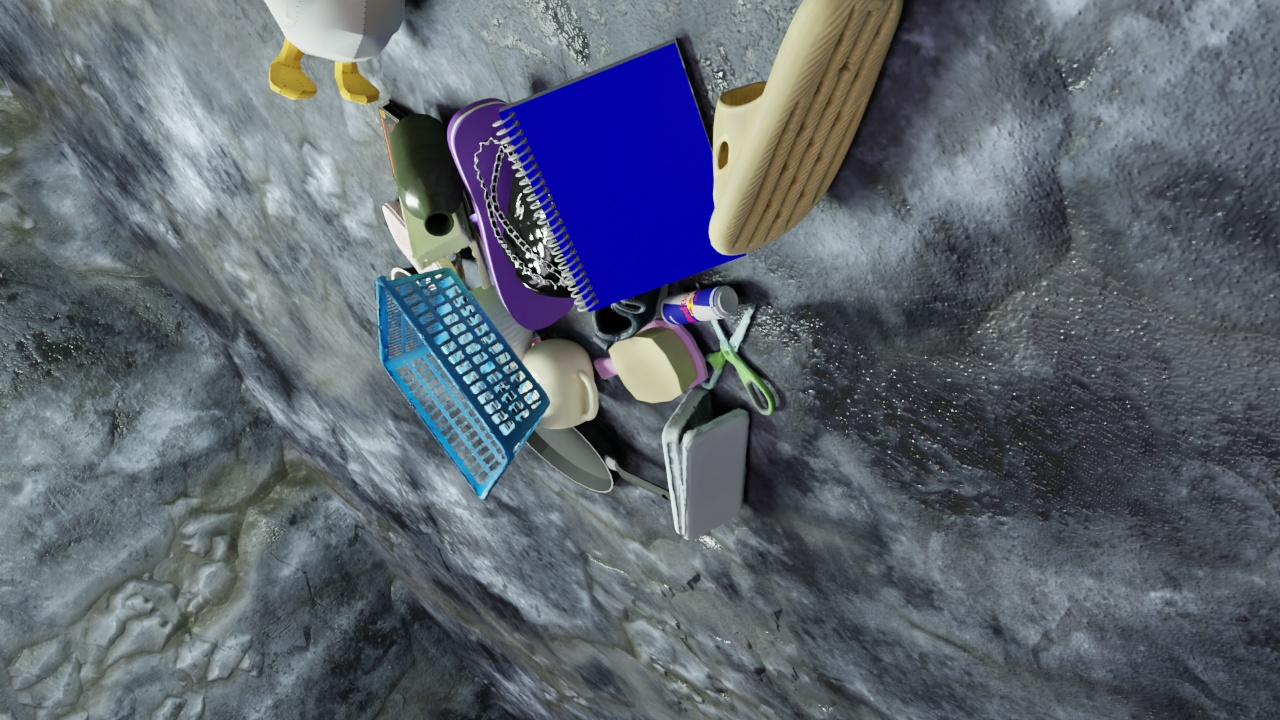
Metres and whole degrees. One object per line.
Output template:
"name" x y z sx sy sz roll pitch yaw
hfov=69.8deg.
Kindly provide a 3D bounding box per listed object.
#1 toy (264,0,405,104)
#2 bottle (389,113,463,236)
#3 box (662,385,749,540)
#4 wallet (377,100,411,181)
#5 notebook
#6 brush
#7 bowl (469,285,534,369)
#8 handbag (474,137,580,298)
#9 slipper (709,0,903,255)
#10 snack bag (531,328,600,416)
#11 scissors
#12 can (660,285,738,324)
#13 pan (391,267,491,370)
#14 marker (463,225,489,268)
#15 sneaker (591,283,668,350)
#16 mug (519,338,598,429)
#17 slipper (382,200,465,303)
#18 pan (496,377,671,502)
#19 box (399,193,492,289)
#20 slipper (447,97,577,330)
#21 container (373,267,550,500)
"toy" -0.304 -0.397 0.931 0.246 0.140 0.268 50 130 31
"bottle" -0.239 -0.205 1.033 0.206 0.071 0.071 -114 9 -48
"box" 0.063 0.126 1.115 0.083 0.122 0.216 54 155 39
"wallet" -0.301 -0.269 1.185 0.072 0.019 0.123 38 150 23
"notebook" -0.016 -0.158 0.834 0.022 0.172 0.209 -98 -14 -59
"brush" -0.007 0.006 1.101 0.229 0.043 0.089 -12 110 59
"bowl" -0.178 -0.054 1.226 0.118 0.062 0.118 55 166 21
"handbag" -0.101 -0.146 0.918 0.125 0.114 0.154 59 139 42
"slipper" 0.110 -0.189 0.686 0.079 0.111 0.262 59 152 25
"snack bag" -0.117 0.020 1.299 0.155 0.018 0.075 56 150 -11
"scissors" 0.091 -0.009 0.996 0.160 0.024 0.171 1 123 59
"can" 0.061 -0.056 0.945 0.095 0.032 0.032 -5 122 56
"pan" -0.274 -0.056 1.330 0.357 0.055 0.187 10 132 57
"marker" -0.206 -0.149 1.201 0.133 0.027 0.023 48 151 2
"sneaker" -0.012 -0.097 0.949 0.089 0.087 0.236 37 149 17
"mug" -0.101 0.027 1.203 0.120 0.096 0.100 22 125 35
"slipper" -0.285 -0.161 1.254 0.239 0.064 0.094 42 153 45
"pan" -0.075 0.128 1.328 0.357 0.034 0.225 20 148 40
"box" -0.238 -0.158 1.091 0.187 0.083 0.092 -116 13 -51
"slipper" -0.144 -0.169 1.029 0.084 0.107 0.267 47 160 51
"container" -0.230 0.032 1.183 0.257 0.089 0.363 53 159 4
